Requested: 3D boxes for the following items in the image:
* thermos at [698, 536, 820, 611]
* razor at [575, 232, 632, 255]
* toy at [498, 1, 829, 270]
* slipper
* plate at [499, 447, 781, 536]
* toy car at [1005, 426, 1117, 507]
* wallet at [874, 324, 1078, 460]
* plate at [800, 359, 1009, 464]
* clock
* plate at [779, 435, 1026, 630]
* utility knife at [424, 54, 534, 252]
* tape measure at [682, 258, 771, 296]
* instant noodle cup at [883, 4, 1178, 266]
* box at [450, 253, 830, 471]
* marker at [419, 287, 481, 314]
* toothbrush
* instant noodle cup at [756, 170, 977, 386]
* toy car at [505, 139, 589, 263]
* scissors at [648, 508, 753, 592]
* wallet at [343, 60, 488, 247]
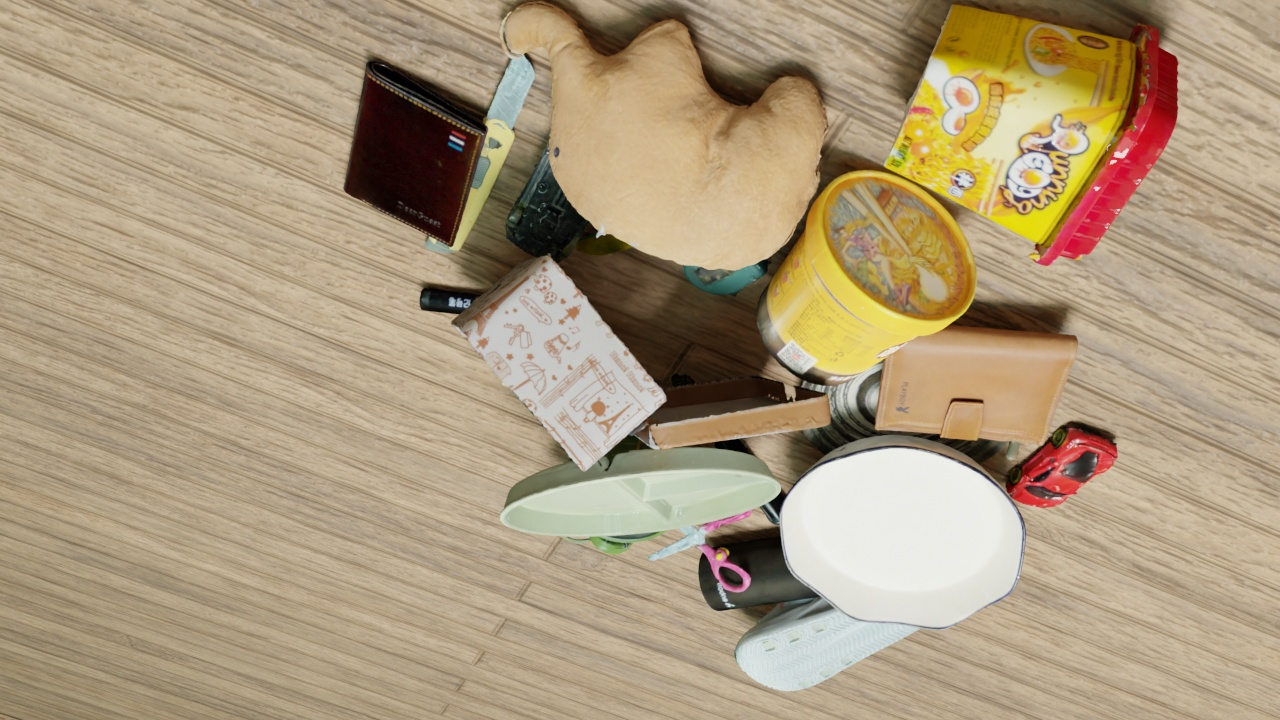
[{"bbox_3d":[0.175,0.193,0.924,0.243,0.068,0.090,-18,99,29],"label":"thermos"},{"bbox_3d":[0.002,-0.100,0.676,0.133,0.028,0.043,-16,133,32],"label":"razor"},{"bbox_3d":[0.005,-0.141,0.584,0.226,0.082,0.143,22,102,-6],"label":"toy"},{"bbox_3d":[0.206,0.279,0.998,0.246,0.074,0.104,-33,120,21],"label":"slipper"},{"bbox_3d":[0.000,0.110,0.752,0.230,0.027,0.230,-5,159,-2],"label":"plate"},{"bbox_3d":[0.357,0.097,0.783,0.049,0.031,0.107,21,140,-5],"label":"toy car"},{"bbox_3d":[0.250,0.022,0.701,0.131,0.035,0.119,4,130,11],"label":"wallet"},{"bbox_3d":[0.220,0.038,0.765,0.179,0.024,0.180,8,136,7],"label":"plate"},{"bbox_3d":[-0.024,0.130,0.886,0.162,0.056,0.116,-36,120,26],"label":"clock"},{"bbox_3d":[0.225,0.147,0.799,0.205,0.045,0.205,8,123,12],"label":"plate"},{"bbox_3d":[-0.118,-0.144,0.675,0.031,0.021,0.209,23,134,-16],"label":"utility knife"},{"bbox_3d":[0.060,-0.073,0.687,0.058,0.025,0.055,35,135,-22],"label":"tape measure"},{"bbox_3d":[0.215,-0.135,0.520,0.124,0.115,0.116,23,140,8],"label":"instant noodle cup"},{"bbox_3d":[-0.012,0.017,0.682,0.271,0.132,0.179,21,179,-13],"label":"box"},{"bbox_3d":[-0.122,-0.044,0.777,0.132,0.020,0.022,7,153,7],"label":"marker"},{"bbox_3d":[0.086,0.083,0.850,0.027,0.026,0.213,-5,136,39],"label":"toothbrush"},{"bbox_3d":[0.145,-0.048,0.629,0.118,0.118,0.115,23,145,-10],"label":"instant noodle cup"},{"bbox_3d":[-0.055,-0.123,0.660,0.054,0.036,0.121,27,129,-12],"label":"toy car"},{"bbox_3d":[0.064,0.176,0.936,0.133,0.017,0.132,34,108,18],"label":"scissors"},{"bbox_3d":[-0.166,-0.147,0.671,0.096,0.020,0.123,31,139,-2],"label":"wallet"}]
